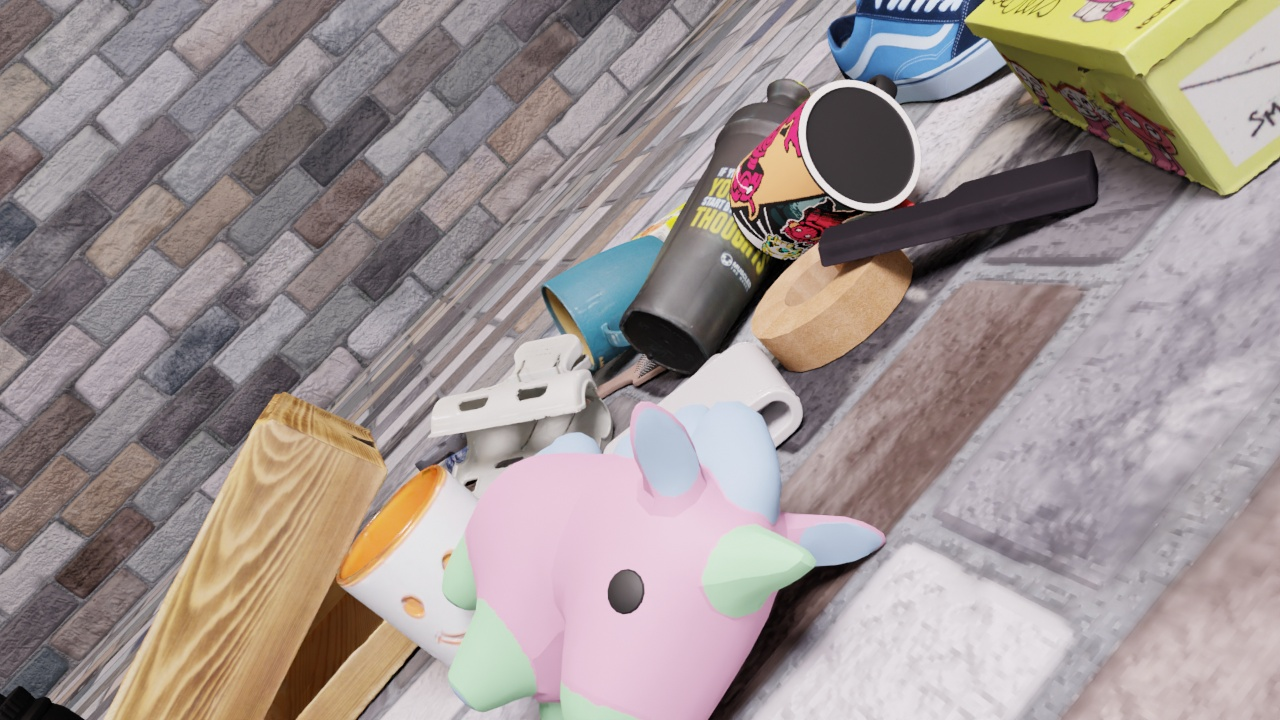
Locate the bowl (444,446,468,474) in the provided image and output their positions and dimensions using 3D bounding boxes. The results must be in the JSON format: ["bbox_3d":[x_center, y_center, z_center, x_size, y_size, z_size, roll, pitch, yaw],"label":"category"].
[{"bbox_3d":[-0.151,0.065,0.877,0.114,0.045,0.114,-41,17,15],"label":"bowl"}]

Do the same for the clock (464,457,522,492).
[{"bbox_3d":[-0.109,0.076,0.768,0.094,0.035,0.123,-49,16,-11],"label":"clock"}]

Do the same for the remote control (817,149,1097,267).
[{"bbox_3d":[0.155,-0.075,0.462,0.137,0.015,0.032,-11,34,34],"label":"remote control"}]

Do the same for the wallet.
[{"bbox_3d":[0.029,0.039,0.524,0.118,0.037,0.115,-39,17,8],"label":"wallet"}]

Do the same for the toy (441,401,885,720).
[{"bbox_3d":[-0.013,0.077,0.400,0.171,0.120,0.222,-56,25,9],"label":"toy"}]

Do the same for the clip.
[{"bbox_3d":[-0.085,0.028,0.675,0.127,0.101,0.151,-10,51,21],"label":"clip"}]

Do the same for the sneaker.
[{"bbox_3d":[0.207,-0.253,0.677,0.083,0.098,0.241,-47,17,-7],"label":"sneaker"}]

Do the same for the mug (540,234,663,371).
[{"bbox_3d":[-0.010,-0.048,0.752,0.104,0.084,0.112,-33,32,-14],"label":"mug"}]

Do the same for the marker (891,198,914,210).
[{"bbox_3d":[0.161,-0.104,0.586,0.013,0.013,0.142,-41,17,14],"label":"marker"}]

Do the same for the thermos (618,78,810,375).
[{"bbox_3d":[0.068,-0.095,0.662,0.098,0.098,0.220,-16,38,59],"label":"thermos"}]

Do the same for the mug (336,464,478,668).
[{"bbox_3d":[-0.103,0.123,0.516,0.082,0.105,0.082,-40,17,15],"label":"mug"}]

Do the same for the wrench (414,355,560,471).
[{"bbox_3d":[-0.090,0.010,0.799,0.272,0.022,0.074,-39,9,-32],"label":"wrench"}]

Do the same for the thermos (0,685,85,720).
[{"bbox_3d":[-0.363,0.286,0.587,0.086,0.198,0.086,-41,17,15],"label":"thermos"}]

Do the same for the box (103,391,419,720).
[{"bbox_3d":[-0.271,0.181,0.738,0.251,0.192,0.279,-63,19,-7],"label":"box"}]

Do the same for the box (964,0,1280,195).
[{"bbox_3d":[0.244,-0.166,0.421,0.125,0.079,0.220,-39,18,20],"label":"box"}]

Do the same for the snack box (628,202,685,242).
[{"bbox_3d":[0.053,-0.134,0.854,0.148,0.029,0.040,-33,16,14],"label":"snack box"}]

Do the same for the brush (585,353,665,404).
[{"bbox_3d":[-0.004,0.004,0.721,0.136,0.015,0.049,-31,21,39],"label":"brush"}]

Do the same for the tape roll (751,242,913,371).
[{"bbox_3d":[0.108,-0.037,0.526,0.094,0.027,0.093,-41,17,15],"label":"tape roll"}]

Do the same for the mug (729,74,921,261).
[{"bbox_3d":[0.122,-0.130,0.585,0.117,0.082,0.098,-58,10,-19],"label":"mug"}]
